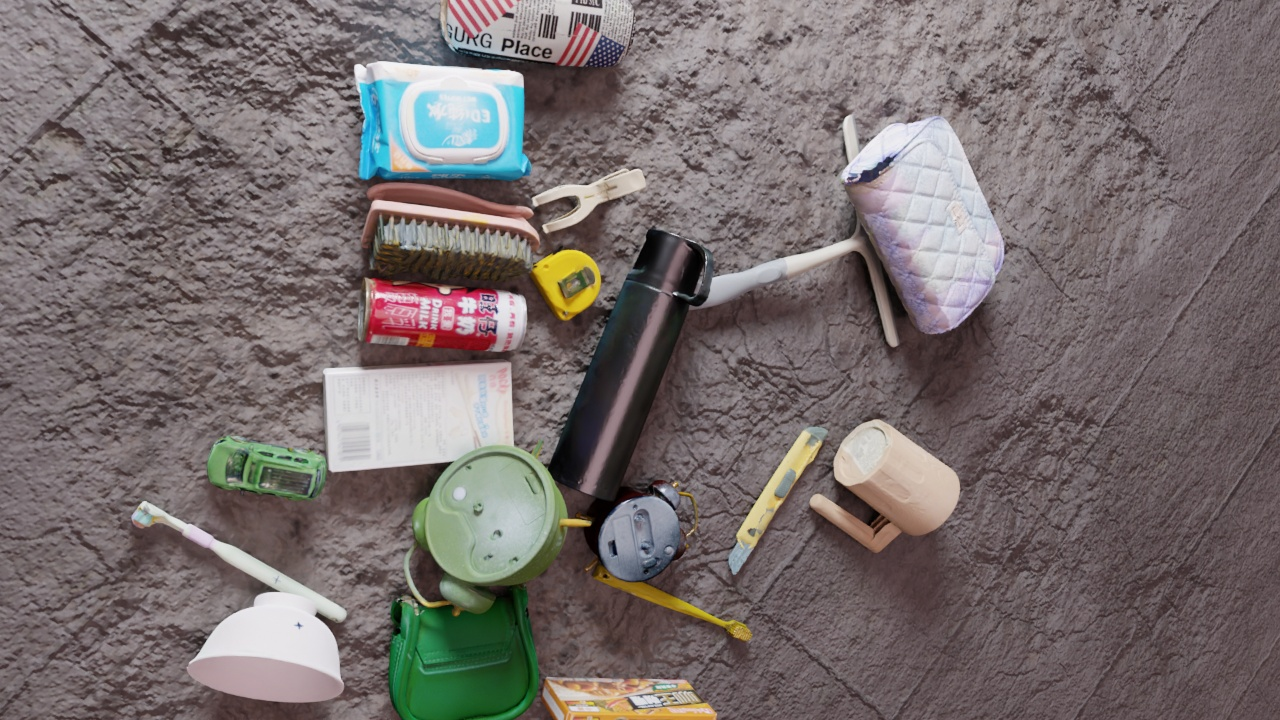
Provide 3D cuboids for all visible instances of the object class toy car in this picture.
[{"bbox_3d":[-0.300,0.088,0.735,0.091,0.036,0.043,12,94,-8],"label":"toy car"}]

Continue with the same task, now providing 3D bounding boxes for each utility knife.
[{"bbox_3d":[0.138,0.140,0.945,0.031,0.019,0.177,36,87,-17],"label":"utility knife"}]

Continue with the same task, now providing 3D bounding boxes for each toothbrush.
[{"bbox_3d":[-0.323,0.169,0.752,0.189,0.029,0.020,38,41,-24],"label":"toothbrush"},{"bbox_3d":[0.035,0.243,0.911,0.190,0.017,0.015,29,85,-23],"label":"toothbrush"}]

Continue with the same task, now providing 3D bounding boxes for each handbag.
[{"bbox_3d":[-0.156,0.257,0.806,0.131,0.068,0.120,-4,98,-22],"label":"handbag"},{"bbox_3d":[0.288,-0.140,0.923,0.134,0.076,0.194,-45,114,-22],"label":"handbag"}]

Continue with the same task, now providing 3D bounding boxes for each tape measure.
[{"bbox_3d":[-0.064,-0.071,0.821,0.057,0.029,0.060,-35,109,-15],"label":"tape measure"}]

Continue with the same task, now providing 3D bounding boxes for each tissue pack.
[{"bbox_3d":[-0.159,-0.191,0.746,0.140,0.063,0.090,-4,99,-22],"label":"tissue pack"}]

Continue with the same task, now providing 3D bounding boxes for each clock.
[{"bbox_3d":[-0.131,0.144,0.774,0.161,0.116,0.056,-35,150,1],"label":"clock"},{"bbox_3d":[0.002,0.158,0.865,0.121,0.055,0.082,-14,101,-21],"label":"clock"}]

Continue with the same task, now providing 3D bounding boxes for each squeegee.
[{"bbox_3d":[0.144,-0.093,0.899,0.246,0.039,0.246,-19,104,-19],"label":"squeegee"}]

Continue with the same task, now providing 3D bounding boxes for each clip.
[{"bbox_3d":[-0.046,-0.144,0.811,0.097,0.060,0.034,-21,105,-7],"label":"clip"}]

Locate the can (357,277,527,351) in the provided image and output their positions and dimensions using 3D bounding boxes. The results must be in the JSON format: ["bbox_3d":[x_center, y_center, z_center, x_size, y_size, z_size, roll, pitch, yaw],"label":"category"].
[{"bbox_3d":[-0.166,-0.037,0.769,0.132,0.053,0.053,4,96,-23],"label":"can"}]

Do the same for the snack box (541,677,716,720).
[{"bbox_3d":[-0.011,0.330,0.872,0.153,0.075,0.026,10,93,-24],"label":"snack box"}]

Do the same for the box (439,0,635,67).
[{"bbox_3d":[-0.080,-0.276,0.760,0.163,0.077,0.075,-2,103,-25],"label":"box"}]

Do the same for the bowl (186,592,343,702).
[{"bbox_3d":[-0.292,0.227,0.739,0.118,0.119,0.064,22,49,-24],"label":"bowl"}]

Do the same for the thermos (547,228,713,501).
[{"bbox_3d":[-0.005,0.005,0.822,0.068,0.090,0.242,23,89,-36],"label":"thermos"}]

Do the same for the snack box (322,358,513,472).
[{"bbox_3d":[-0.188,0.045,0.786,0.156,0.027,0.085,-3,98,-22],"label":"snack box"}]

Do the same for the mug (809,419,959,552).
[{"bbox_3d":[0.252,0.135,0.961,0.103,0.084,0.125,35,110,-21],"label":"mug"}]

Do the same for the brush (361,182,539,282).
[{"bbox_3d":[-0.154,-0.108,0.764,0.145,0.063,0.073,2,66,-25],"label":"brush"}]
